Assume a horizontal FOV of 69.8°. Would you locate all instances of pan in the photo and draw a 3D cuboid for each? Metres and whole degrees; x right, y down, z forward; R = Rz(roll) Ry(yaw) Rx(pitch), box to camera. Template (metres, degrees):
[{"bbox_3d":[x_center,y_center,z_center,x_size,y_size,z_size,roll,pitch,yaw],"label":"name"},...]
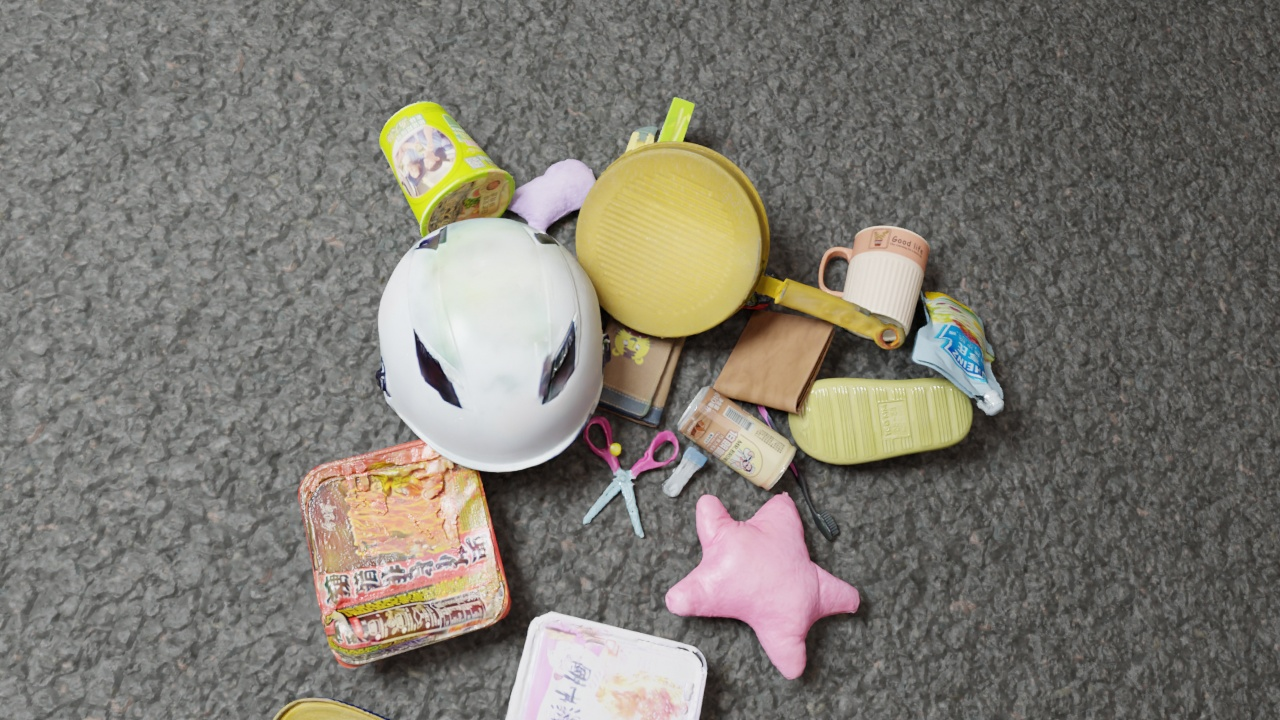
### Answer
[{"bbox_3d":[0.105,-0.089,0.934,0.357,0.078,0.198,27,113,6],"label":"pan"}]

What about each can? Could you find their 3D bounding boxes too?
[{"bbox_3d":[0.100,0.080,0.957,0.116,0.059,0.058,35,70,1],"label":"can"},{"bbox_3d":[-0.254,0.348,0.812,0.148,0.049,0.074,23,70,-3],"label":"can"}]

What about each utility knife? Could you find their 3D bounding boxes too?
[{"bbox_3d":[-0.016,-0.191,1.047,0.031,0.020,0.187,12,74,11],"label":"utility knife"}]

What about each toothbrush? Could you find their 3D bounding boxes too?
[{"bbox_3d":[0.162,0.106,0.986,0.017,0.014,0.189,-21,77,-26],"label":"toothbrush"}]

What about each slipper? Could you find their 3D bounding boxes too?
[{"bbox_3d":[0.254,0.063,0.983,0.190,0.081,0.091,-4,86,5],"label":"slipper"}]

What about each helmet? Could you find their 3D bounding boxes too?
[{"bbox_3d":[-0.139,-0.039,0.870,0.229,0.146,0.258,-4,50,-10],"label":"helmet"}]

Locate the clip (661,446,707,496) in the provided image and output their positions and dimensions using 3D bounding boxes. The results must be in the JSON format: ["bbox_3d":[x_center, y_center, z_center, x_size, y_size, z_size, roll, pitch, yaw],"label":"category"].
[{"bbox_3d":[0.044,0.118,0.956,0.027,0.045,0.058,41,80,1],"label":"clip"}]

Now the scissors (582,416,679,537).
[{"bbox_3d":[-0.011,0.116,0.947,0.131,0.017,0.133,-16,77,-9],"label":"scissors"}]

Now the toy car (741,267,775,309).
[{"bbox_3d":[0.087,-0.085,1.014,0.120,0.045,0.052,12,69,0],"label":"toy car"}]

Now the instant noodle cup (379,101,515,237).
[{"bbox_3d":[-0.211,-0.204,0.968,0.111,0.112,0.123,-30,73,-18],"label":"instant noodle cup"}]

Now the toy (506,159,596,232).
[{"bbox_3d":[-0.093,-0.180,1.013,0.107,0.039,0.084,-36,83,-20],"label":"toy"}]

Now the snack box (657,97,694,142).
[{"bbox_3d":[0.019,-0.204,1.017,0.026,0.086,0.156,20,70,-4],"label":"snack box"}]

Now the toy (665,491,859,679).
[{"bbox_3d":[0.131,0.211,0.917,0.194,0.075,0.178,28,60,-5],"label":"toy"}]

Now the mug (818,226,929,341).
[{"bbox_3d":[0.257,-0.088,1.033,0.115,0.082,0.105,13,71,15],"label":"mug"}]

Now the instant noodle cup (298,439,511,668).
[{"bbox_3d":[-0.220,0.174,0.857,0.164,0.079,0.188,-13,76,-14],"label":"instant noodle cup"}]

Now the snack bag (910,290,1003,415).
[{"bbox_3d":[0.340,-0.013,0.984,0.110,0.039,0.190,42,29,-6],"label":"snack bag"}]

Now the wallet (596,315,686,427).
[{"bbox_3d":[-0.006,0.006,0.977,0.090,0.033,0.115,21,67,-3],"label":"wallet"}]

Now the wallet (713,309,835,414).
[{"bbox_3d":[0.144,-0.001,0.984,0.101,0.020,0.115,13,63,35],"label":"wallet"}]

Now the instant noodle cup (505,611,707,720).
[{"bbox_3d":[-0.034,0.320,0.856,0.173,0.060,0.137,15,71,-5],"label":"instant noodle cup"}]
